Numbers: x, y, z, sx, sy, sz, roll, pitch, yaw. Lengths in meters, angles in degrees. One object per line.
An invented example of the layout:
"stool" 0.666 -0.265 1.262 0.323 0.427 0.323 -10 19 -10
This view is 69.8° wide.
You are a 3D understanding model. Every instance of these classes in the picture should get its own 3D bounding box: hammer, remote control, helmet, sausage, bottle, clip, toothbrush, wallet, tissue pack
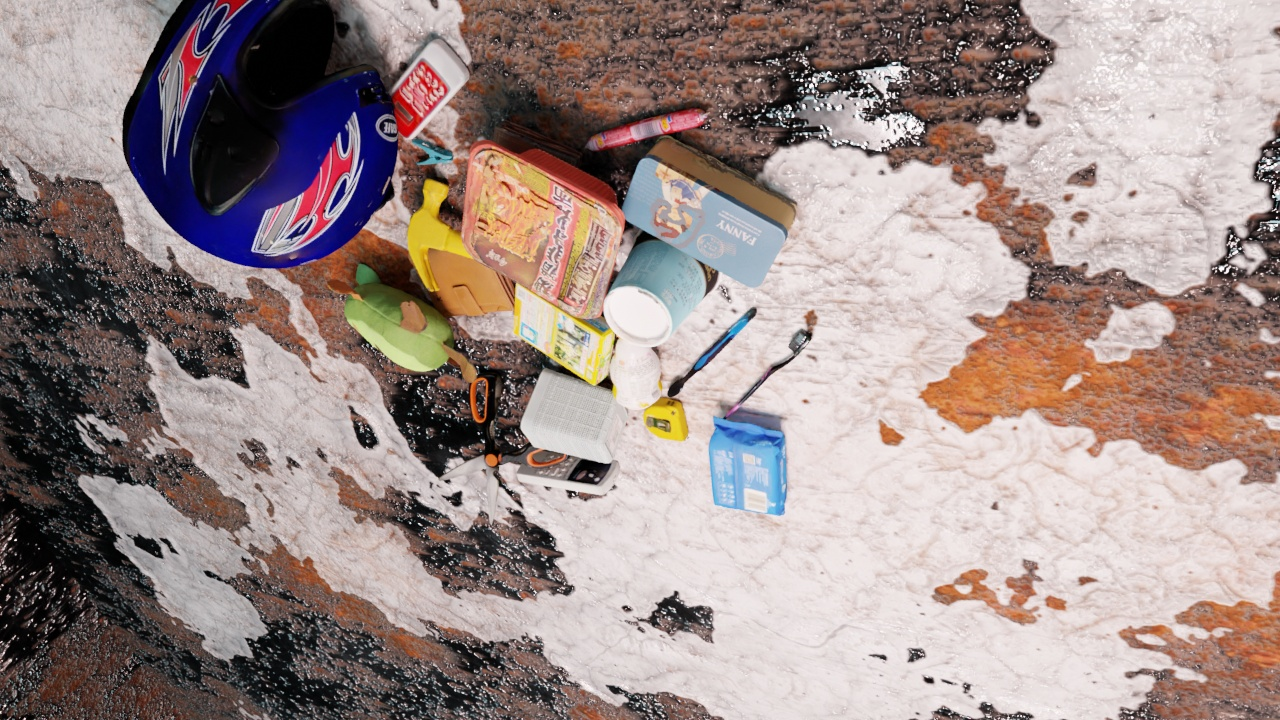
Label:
"hammer" -0.141 -0.114 1.096 0.301 0.032 0.129 19 99 8
"remote control" -0.246 -0.303 1.034 0.136 0.020 0.056 -28 109 43
"helmet" -0.385 -0.249 0.998 0.240 0.247 0.316 32 103 -6
"sausage" 0.003 -0.238 0.946 0.156 0.020 0.020 -5 123 33
"bottle" -0.007 0.007 1.127 0.063 0.063 0.108 12 131 21
"clip" -0.246 -0.244 1.089 0.054 0.013 0.034 12 132 21
"remote control" -0.104 0.159 1.317 0.150 0.058 0.021 4 127 26
"toothbrush" 0.084 -0.008 1.102 0.014 0.016 0.190 45 133 2
"wallet" -0.123 -0.201 1.043 0.101 0.032 0.125 25 136 6
"toothbrush" 0.144 0.022 1.090 0.018 0.014 0.190 44 136 4
"wallet" -0.229 -0.106 1.185 0.132 0.031 0.108 -1 124 33
"tissue pack" 0.137 0.134 1.161 0.095 0.052 0.157 9 130 21

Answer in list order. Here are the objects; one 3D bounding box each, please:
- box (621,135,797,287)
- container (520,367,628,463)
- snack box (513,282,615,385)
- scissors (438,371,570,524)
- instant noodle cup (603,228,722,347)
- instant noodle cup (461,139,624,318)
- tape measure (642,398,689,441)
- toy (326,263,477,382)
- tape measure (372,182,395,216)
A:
"box" 0.076 -0.151 0.949 0.184 0.061 0.090 29 136 8
"container" -0.082 0.076 1.199 0.111 0.090 0.090 14 159 16
"snack box" -0.097 -0.039 1.144 0.140 0.033 0.087 33 138 22
"scissors" -0.197 0.125 1.311 0.221 0.021 0.234 -3 101 19
"instant noodle cup" 0.018 -0.080 0.999 0.111 0.120 0.111 16 133 18
"instant noodle cup" -0.101 -0.149 0.995 0.189 0.078 0.165 28 137 8
"tape measure" 0.031 0.078 1.191 0.057 0.028 0.060 7 129 26
"toy" -0.316 -0.045 1.212 0.247 0.090 0.227 23 165 47
"tape measure" -0.350 -0.205 1.144 0.066 0.065 0.034 7 132 23
